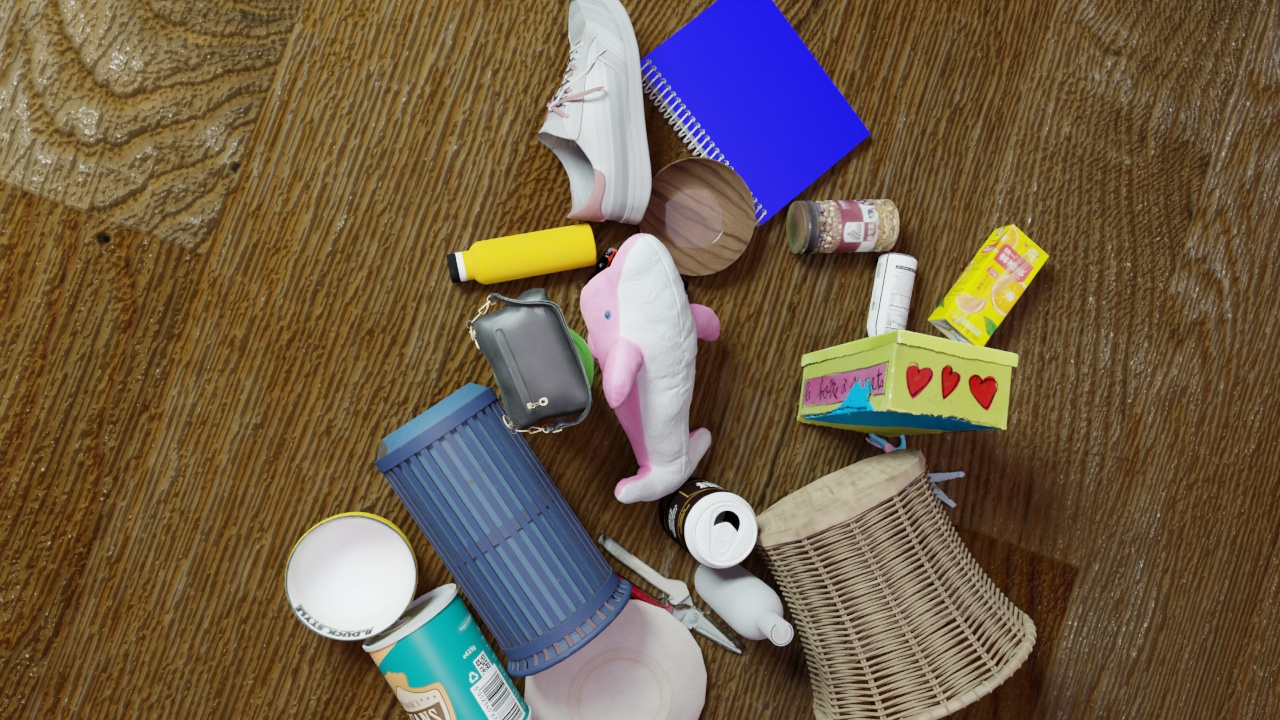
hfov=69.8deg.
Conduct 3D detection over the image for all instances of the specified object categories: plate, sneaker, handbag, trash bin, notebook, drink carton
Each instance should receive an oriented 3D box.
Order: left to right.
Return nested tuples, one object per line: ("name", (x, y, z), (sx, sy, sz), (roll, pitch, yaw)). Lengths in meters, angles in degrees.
("trash bin", (-0.133, 0.152, 0.864), (0.139, 0.139, 0.249), (-34, 95, -9))
("handbag", (-0.092, 0.001, 0.764), (0.079, 0.054, 0.128), (-24, 97, -7))
("sneaker", (-0.056, -0.246, 0.895), (0.089, 0.099, 0.236), (-11, 94, -25))
("plate", (-0.022, 0.339, 0.933), (0.188, 0.027, 0.189), (-1, 95, -9))
("notebook", (0.117, -0.271, 0.967), (0.171, 0.022, 0.209), (-40, 97, -10))
("drink carton", (0.383, -0.080, 1.008), (0.058, 0.043, 0.134), (39, 83, -8))

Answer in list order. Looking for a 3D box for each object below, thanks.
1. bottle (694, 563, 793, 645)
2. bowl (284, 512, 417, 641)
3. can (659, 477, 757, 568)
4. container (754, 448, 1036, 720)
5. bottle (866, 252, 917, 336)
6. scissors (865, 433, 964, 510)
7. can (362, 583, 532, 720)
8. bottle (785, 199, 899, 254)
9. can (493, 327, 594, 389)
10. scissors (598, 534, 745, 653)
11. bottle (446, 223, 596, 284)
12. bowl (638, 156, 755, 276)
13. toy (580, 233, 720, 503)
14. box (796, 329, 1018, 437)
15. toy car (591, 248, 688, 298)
("bottle", (0.101, 0.233, 0.878), (0.052, 0.195, 0.052), (0, 90, -11))
("bowl", (-0.270, 0.199, 0.871), (0.117, 0.068, 0.117), (0, 90, -11))
("can", (0.065, 0.158, 0.904), (0.072, 0.129, 0.072), (0, 90, -11))
("container", (0.231, 0.215, 0.899), (0.226, 0.227, 0.196), (-26, 88, -10))
("bottle", (0.268, -0.055, 0.987), (0.041, 0.041, 0.116), (11, 88, -11))
("scissors", (0.288, 0.135, 1.006), (0.139, 0.015, 0.118), (39, 84, -3))
("can", (-0.182, 0.302, 0.872), (0.099, 0.099, 0.144), (-31, 96, -9))
("bottle", (0.213, -0.141, 0.968), (0.105, 0.056, 0.056), (-3, 91, -11))
("can", (-0.095, 0.008, 0.864), (0.083, 0.144, 0.083), (0, 90, -12))
("scissors", (0.025, 0.255, 0.956), (0.140, 0.015, 0.189), (-23, 95, -11))
("bottle", (-0.118, -0.103, 0.911), (0.143, 0.043, 0.043), (-11, 92, -11))
("bowl", (0.057, -0.147, 0.945), (0.119, 0.032, 0.119), (0, 97, -4))
("toy", (-0.005, 0.005, 0.890), (0.186, 0.128, 0.266), (-31, 120, -45))
("box", (0.248, 0.027, 0.890), (0.124, 0.221, 0.079), (9, 81, -9))
("toy car", (0.001, -0.075, 0.931), (0.100, 0.049, 0.051), (25, 86, -10))
